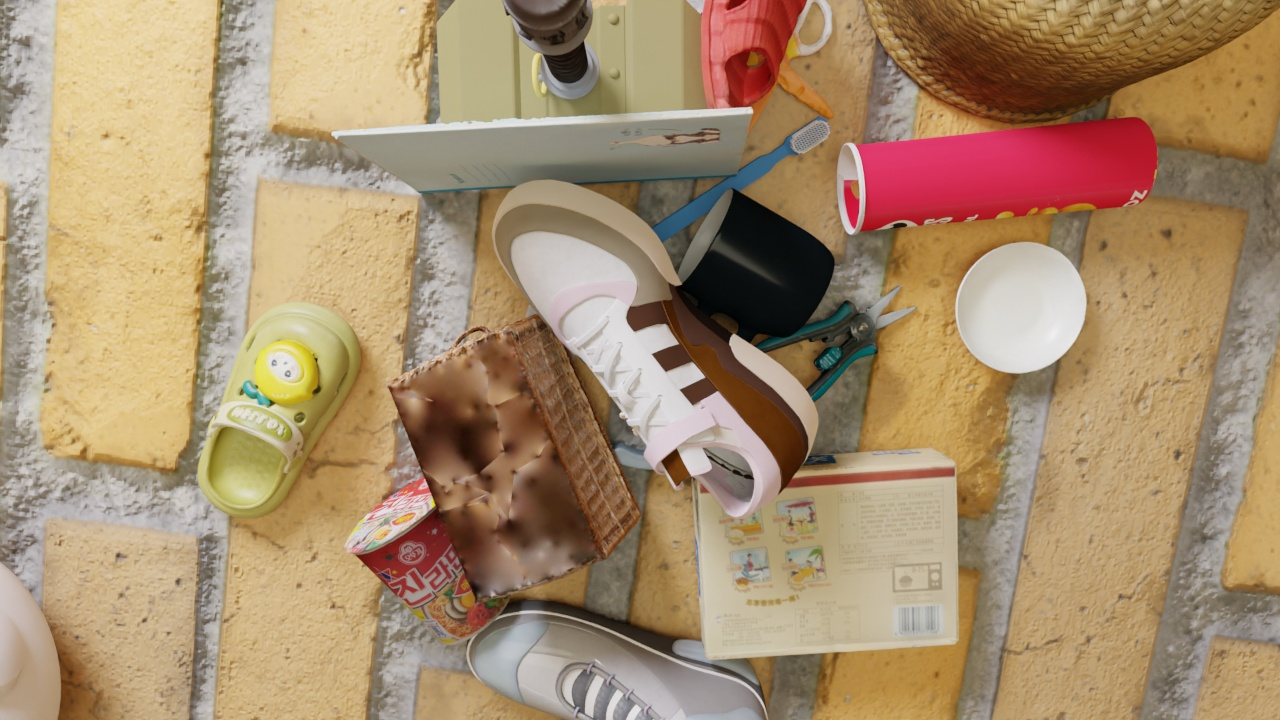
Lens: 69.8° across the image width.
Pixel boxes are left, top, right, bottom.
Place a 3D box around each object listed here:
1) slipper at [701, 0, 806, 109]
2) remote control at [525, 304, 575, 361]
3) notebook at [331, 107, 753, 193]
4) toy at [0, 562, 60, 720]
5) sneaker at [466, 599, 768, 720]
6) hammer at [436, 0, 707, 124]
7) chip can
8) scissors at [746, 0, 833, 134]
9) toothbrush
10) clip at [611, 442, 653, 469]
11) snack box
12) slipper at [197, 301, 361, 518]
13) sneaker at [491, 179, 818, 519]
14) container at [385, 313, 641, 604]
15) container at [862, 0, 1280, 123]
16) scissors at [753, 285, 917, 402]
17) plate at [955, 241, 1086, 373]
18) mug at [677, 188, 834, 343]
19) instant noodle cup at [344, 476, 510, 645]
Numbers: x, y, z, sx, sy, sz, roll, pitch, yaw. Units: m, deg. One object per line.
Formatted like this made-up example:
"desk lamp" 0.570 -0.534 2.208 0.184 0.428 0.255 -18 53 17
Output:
"slipper" 0.089 -0.273 0.653 0.059 0.103 0.248 8 90 16
"remote control" -0.083 0.027 0.750 0.045 0.008 0.147 12 98 -3
"notebook" -0.055 -0.141 0.633 0.253 0.181 0.009 -2 90 4
"toy" -0.584 0.252 0.655 0.281 0.262 0.265 -21 91 20
"sneaker" -0.017 0.273 0.712 0.256 0.160 0.093 16 97 -5
"hammer" -0.046 -0.189 0.560 0.190 0.324 0.101 -1 98 -1
"chip can" 0.268 -0.141 0.701 0.220 0.069 0.069 -6 98 0
"scissors" 0.105 -0.233 0.714 0.125 0.011 0.131 38 96 -5
"toothbrush" 0.077 -0.140 0.722 0.167 0.014 0.016 -33 111 6
"clip" 0.027 0.045 0.747 0.169 0.031 0.164 43 97 -5
"snack box" 0.148 0.156 0.749 0.207 0.055 0.153 -4 98 0
"slipper" -0.295 0.043 0.715 0.091 0.081 0.191 29 99 -2
"sneaker" -0.004 0.004 0.651 0.294 0.116 0.112 44 129 -11
"container" -0.094 0.070 0.690 0.114 0.112 0.198 -23 92 12
"container" 0.304 -0.329 0.613 0.307 0.196 0.307 0 98 1
"scissors" 0.148 -0.011 0.735 0.119 0.019 0.151 24 85 -8
"plate" 0.301 -0.043 0.737 0.104 0.026 0.104 0 98 -2
"mug" 0.080 -0.055 0.700 0.094 0.085 0.122 28 96 -9
"instant noodle cup" -0.160 0.161 0.730 0.100 0.100 0.112 -30 105 3
